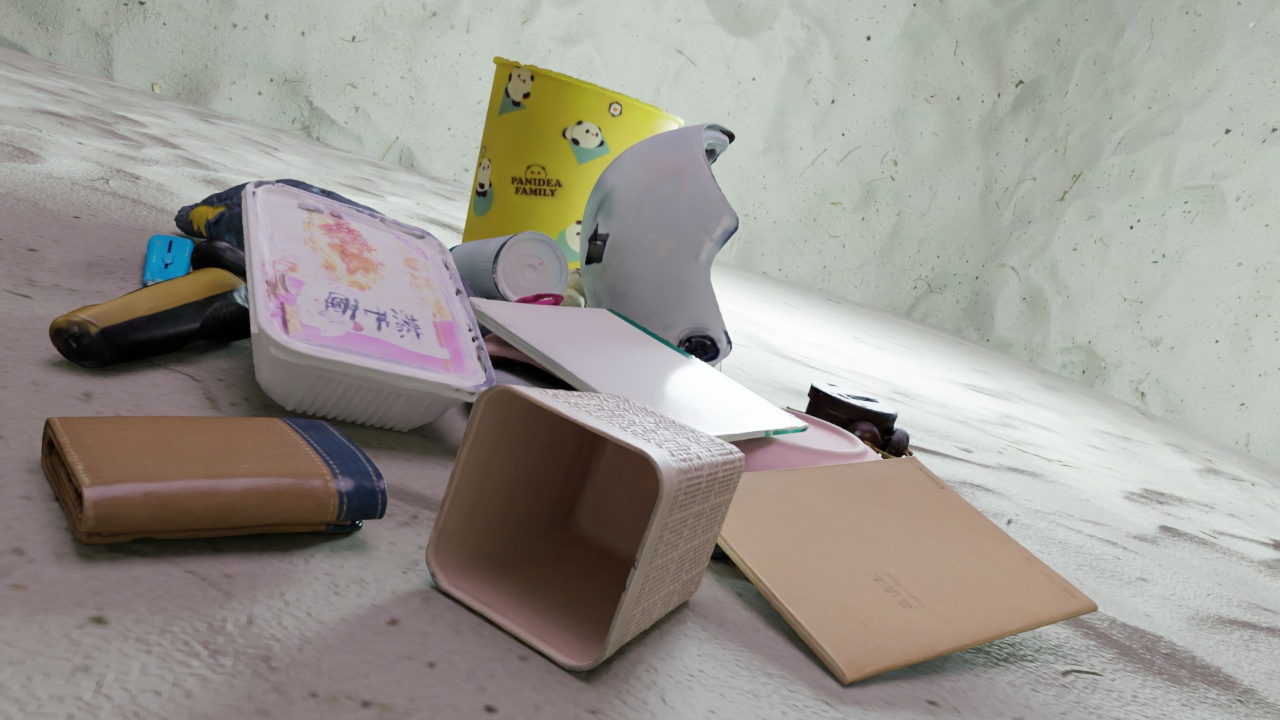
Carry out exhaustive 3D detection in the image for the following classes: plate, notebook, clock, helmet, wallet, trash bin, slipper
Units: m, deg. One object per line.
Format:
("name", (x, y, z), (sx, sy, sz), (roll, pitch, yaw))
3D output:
("plate", (0.099, 0.063, 0.668), (0.192, 0.039, 0.192), (13, 10, -3))
("notebook", (0.138, 0.106, 0.515), (0.211, 0.012, 0.149), (0, 29, -36))
("clock", (0.194, 0.061, 0.828), (0.082, 0.055, 0.122), (9, 15, -40))
("helmet", (0.016, -0.095, 0.886), (0.146, 0.259, 0.228), (2, 43, 4))
("wallet", (-0.174, 0.046, 0.378), (0.115, 0.033, 0.090), (6, 14, -43))
("trash bin", (-0.095, -0.194, 1.082), (0.229, 0.255, 0.229), (17, 11, -4))
("slipper", (-0.058, 0.003, 0.710), (0.114, 0.054, 0.274), (19, 10, 7))
("notebook", (-0.004, 0.004, 0.640), (0.209, 0.012, 0.150), (32, 21, 37))

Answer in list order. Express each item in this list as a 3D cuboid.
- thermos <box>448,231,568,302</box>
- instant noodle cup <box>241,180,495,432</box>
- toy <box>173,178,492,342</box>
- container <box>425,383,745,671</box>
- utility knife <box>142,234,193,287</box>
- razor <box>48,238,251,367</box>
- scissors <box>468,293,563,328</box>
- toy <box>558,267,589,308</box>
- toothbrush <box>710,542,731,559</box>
("thermos", (-0.138, -0.083, 0.865), (0.073, 0.073, 0.224), (12, -1, -27))
("instant noodle cup", (-0.172, -0.027, 0.548), (0.138, 0.060, 0.173), (16, 32, -35))
("toy", (-0.262, -0.089, 0.780), (0.356, 0.091, 0.138), (21, -16, 7))
("container", (-0.017, 0.064, 0.401), (0.090, 0.090, 0.110), (23, 9, 24))
("utility knife", (-0.346, -0.063, 0.670), (0.034, 0.018, 0.202), (13, 14, -29))
("razor", (-0.275, -0.033, 0.542), (0.062, 0.067, 0.167), (-24, 9, 15))
("scissors", (-0.126, -0.034, 0.739), (0.135, 0.017, 0.064), (-9, -19, -9))
("toy", (-0.083, -0.050, 0.900), (0.105, 0.066, 0.157), (20, 21, 7))
("toothbrush", (0.112, 0.106, 0.540), (0.180, 0.018, 0.015), (2, 20, -30))
